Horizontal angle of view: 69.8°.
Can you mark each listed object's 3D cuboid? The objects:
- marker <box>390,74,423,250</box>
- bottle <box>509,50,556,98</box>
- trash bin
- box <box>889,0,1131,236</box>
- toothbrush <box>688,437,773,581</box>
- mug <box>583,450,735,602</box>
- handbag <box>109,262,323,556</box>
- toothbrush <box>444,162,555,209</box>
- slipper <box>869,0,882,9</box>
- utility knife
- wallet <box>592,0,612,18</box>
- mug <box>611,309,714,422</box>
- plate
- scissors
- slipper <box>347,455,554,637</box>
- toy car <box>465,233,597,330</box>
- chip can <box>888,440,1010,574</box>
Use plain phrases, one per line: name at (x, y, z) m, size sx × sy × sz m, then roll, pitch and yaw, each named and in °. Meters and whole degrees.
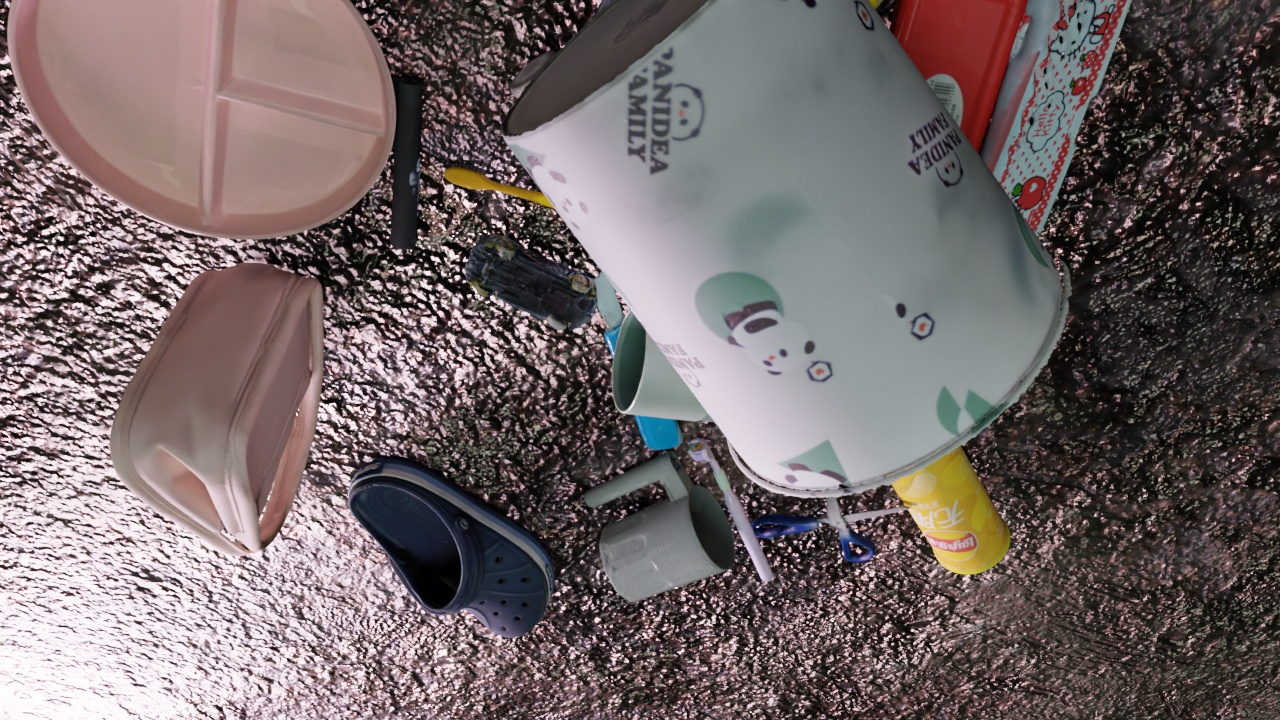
marker at (-0.168, -0.138, 0.654) m, size 0.022 × 0.020 × 0.132 m, roll 20°, pitch 129°, yaw 7°
bottle at (-0.015, -0.119, 0.616) m, size 0.068 × 0.067 × 0.189 m, roll -27°, pitch 124°, yaw 22°
trash bin at (0.072, -0.089, 0.513) m, size 0.230 × 0.229 × 0.252 m, roll -31°, pitch 118°, yaw 24°
box at (0.226, -0.157, 0.607) m, size 0.161 × 0.060 × 0.201 m, roll 1°, pitch 131°, yaw -4°
toothbrush at (0.090, 0.147, 0.869) m, size 0.021 × 0.029 × 0.189 m, roll -35°, pitch 121°, yaw -12°
mug at (0.015, 0.157, 0.863) m, size 0.104 × 0.083 × 0.124 m, roll -27°, pitch 97°, yaw 23°
handbag at (-0.305, 0.060, 0.724) m, size 0.093 × 0.192 × 0.235 m, roll 6°, pitch 139°, yaw -1°
toothbrush at (-0.048, -0.116, 0.673) m, size 0.191 × 0.018 × 0.016 m, roll 12°, pitch 132°, yaw -11°
slipper at (0.130, -0.253, 0.512) m, size 0.091 × 0.081 × 0.191 m, roll 29°, pitch 122°, yaw -18°
utility knife at (-0.005, 0.004, 0.768) m, size 0.034 × 0.018 × 0.191 m, roll -22°, pitch 126°, yaw -1°
wallet at (0.003, -0.189, 0.609) m, size 0.097 × 0.019 × 0.121 m, roll 24°, pitch 128°, yaw -15°
mug at (0.043, -0.008, 0.716) m, size 0.106 × 0.082 × 0.112 m, roll 7°, pitch 100°, yaw -17°
plate at (-0.277, -0.177, 0.598) m, size 0.229 × 0.028 × 0.230 m, roll -5°, pitch 136°, yaw -5°
scissors at (0.179, 0.155, 0.858) m, size 0.176 × 0.012 × 0.162 m, roll -14°, pitch 141°, yaw 37°
slipper at (-0.176, 0.191, 0.881) m, size 0.105 × 0.095 × 0.253 m, roll -27°, pitch 120°, yaw 25°
toy car at (-0.082, -0.061, 0.707) m, size 0.105 × 0.031 × 0.049 m, roll 25°, pitch 127°, yaw -16°
chip can at (0.256, 0.101, 0.804) m, size 0.072 × 0.072 × 0.213 m, roll -25°, pitch 125°, yaw 20°
